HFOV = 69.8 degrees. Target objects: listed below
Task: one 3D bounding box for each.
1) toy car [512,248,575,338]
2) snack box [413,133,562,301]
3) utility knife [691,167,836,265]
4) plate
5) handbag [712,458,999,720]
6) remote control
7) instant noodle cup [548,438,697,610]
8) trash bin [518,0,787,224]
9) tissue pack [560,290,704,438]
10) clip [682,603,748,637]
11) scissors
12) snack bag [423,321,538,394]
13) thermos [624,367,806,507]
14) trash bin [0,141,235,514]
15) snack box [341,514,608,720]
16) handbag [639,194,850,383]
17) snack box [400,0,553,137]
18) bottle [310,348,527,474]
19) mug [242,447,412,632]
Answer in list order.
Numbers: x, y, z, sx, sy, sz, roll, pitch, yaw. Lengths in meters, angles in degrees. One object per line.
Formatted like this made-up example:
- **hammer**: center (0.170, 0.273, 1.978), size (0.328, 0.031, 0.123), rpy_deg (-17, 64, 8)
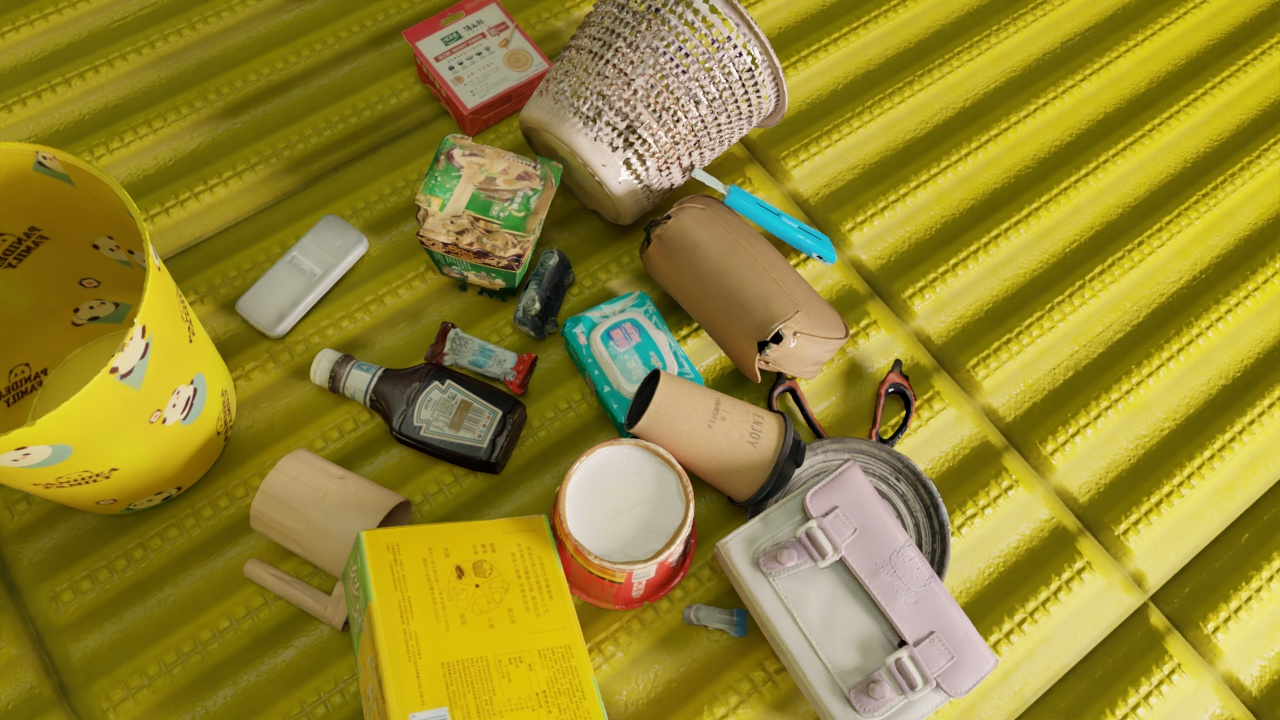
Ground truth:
- **toy car**: center (-0.094, -0.065, 0.887), size (0.034, 0.043, 0.090), rpy_deg (5, 67, 35)
- **snack box**: center (-0.145, -0.130, 0.876), size (0.118, 0.106, 0.117), rpy_deg (17, 65, 2)
- **utility knife**: center (0.121, -0.143, 0.897), size (0.187, 0.018, 0.034), rpy_deg (24, 47, -29)
- **plate**: center (0.183, 0.156, 0.814), size (0.179, 0.024, 0.179), rpy_deg (-1, 74, 4)
- **handbag**: center (0.171, 0.197, 0.744), size (0.144, 0.098, 0.197), rpy_deg (-31, 75, -11)
- **remote control**: center (-0.326, -0.082, 0.888), size (0.056, 0.020, 0.135), rpy_deg (34, 69, 11)
- **instant noodle cup**: center (-0.013, 0.133, 0.771), size (0.138, 0.109, 0.137), rpy_deg (2, 67, -4)
- **trash bin**: center (-0.003, -0.249, 0.892), size (0.227, 0.227, 0.192), rpy_deg (40, 82, 12)
- **tissue pack**: center (-0.005, 0.005, 0.857), size (0.093, 0.050, 0.133), rpy_deg (-28, 72, -16)
- **clip**: center (0.066, 0.223, 0.790), size (0.056, 0.026, 0.024), rpy_deg (13, 69, -12)
- **scissors**: center (0.200, 0.092, 0.853), size (0.189, 0.015, 0.226), rpy_deg (18, 71, 5)
- **snack bag**: center (-0.149, -0.002, 0.863), size (0.105, 0.026, 0.045), rpy_deg (20, 76, 5)
- **thermos**: center (0.063, 0.064, 0.798), size (0.143, 0.093, 0.092), rpy_deg (28, 66, -14)
- **trash bin**: center (-0.450, 0.001, 0.715), size (0.229, 0.256, 0.229), rpy_deg (1, 66, -3)
- **snack box**: center (-0.123, 0.224, 0.681), size (0.157, 0.070, 0.209), rpy_deg (0, 51, -31)
- **handbag**: center (0.090, -0.063, 0.848), size (0.204, 0.147, 0.100), rpy_deg (49, 115, 22)
- **snack box**: center (-0.174, -0.320, 0.986), size (0.113, 0.044, 0.127), rpy_deg (-34, 74, -16)
- **bottle**: center (-0.204, 0.038, 0.834), size (0.195, 0.044, 0.079), rpy_deg (20, 67, 5)
- **mug**: center (-0.267, 0.149, 0.770), size (0.103, 0.084, 0.124), rpy_deg (26, 94, 8)
